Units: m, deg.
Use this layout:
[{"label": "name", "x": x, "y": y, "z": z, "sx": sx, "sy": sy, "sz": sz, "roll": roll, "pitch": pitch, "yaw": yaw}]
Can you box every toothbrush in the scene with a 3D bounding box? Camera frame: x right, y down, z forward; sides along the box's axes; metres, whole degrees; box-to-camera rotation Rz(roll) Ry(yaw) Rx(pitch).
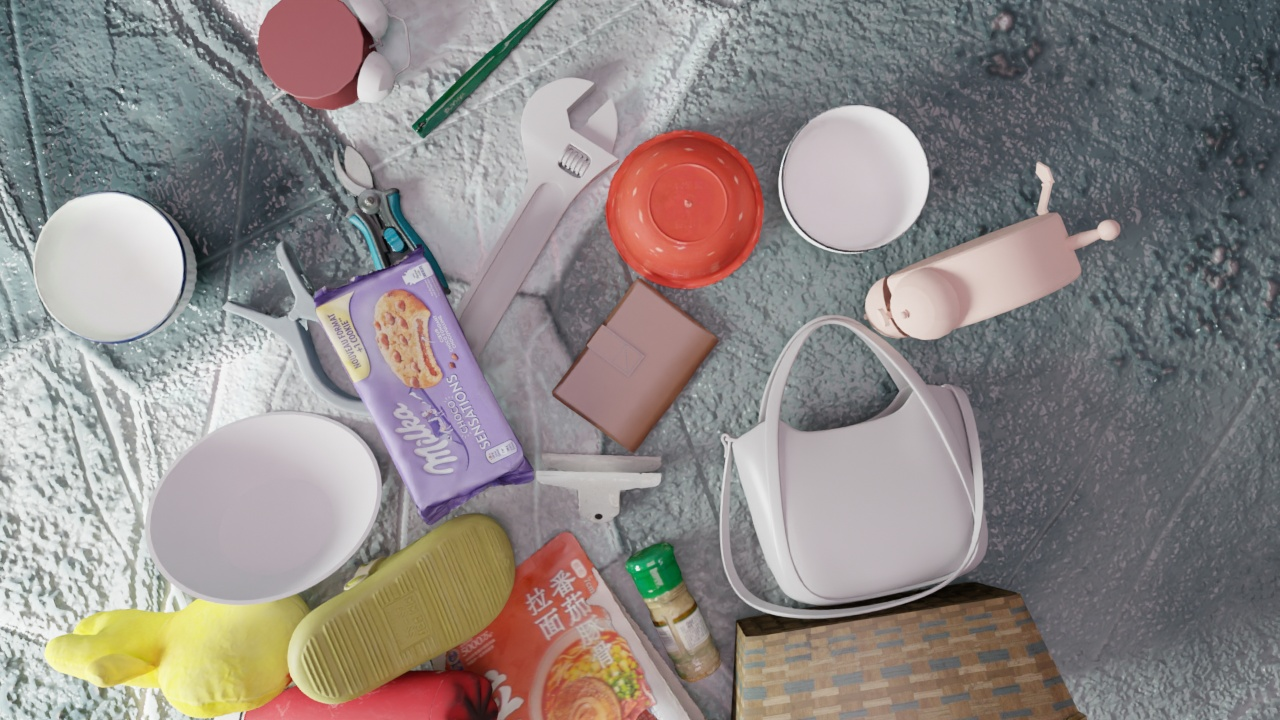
[{"label": "toothbrush", "x": -0.115, "y": -0.252, "z": 0.747, "sx": 0.190, "sy": 0.017, "sz": 0.016, "roll": -44, "pitch": 91, "yaw": 2}]

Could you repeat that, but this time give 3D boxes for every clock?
[{"label": "clock", "x": -0.246, "y": -0.247, "z": 0.734, "sx": 0.124, "sy": 0.044, "sz": 0.087, "roll": -6, "pitch": 92, "yaw": 1}, {"label": "clock", "x": 0.251, "y": -0.073, "z": 0.693, "sx": 0.160, "sy": 0.131, "sz": 0.086, "roll": -29, "pitch": 92, "yaw": 2}]

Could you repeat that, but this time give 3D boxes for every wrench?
[{"label": "wrench", "x": -0.106, "y": -0.105, "z": 0.753, "sx": 0.086, "sy": 0.018, "sz": 0.273, "roll": 32, "pitch": 93, "yaw": -1}]

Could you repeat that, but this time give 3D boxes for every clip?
[{"label": "clip", "x": -0.033, "y": 0.101, "z": 0.759, "sx": 0.102, "sy": 0.054, "sz": 0.057, "roll": 2, "pitch": 57, "yaw": 1}, {"label": "clip", "x": -0.270, "y": -0.006, "z": 0.753, "sx": 0.106, "sy": 0.028, "sz": 0.163, "roll": -43, "pitch": 91, "yaw": 1}]

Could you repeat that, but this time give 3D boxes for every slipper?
[{"label": "slipper", "x": -0.188, "y": 0.193, "z": 0.723, "sx": 0.190, "sy": 0.082, "sz": 0.091, "roll": -30, "pitch": 102, "yaw": -32}]

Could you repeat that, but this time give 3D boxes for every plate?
[{"label": "plate", "x": -0.292, "y": 0.120, "z": 0.726, "sx": 0.174, "sy": 0.036, "sz": 0.173, "roll": 2, "pitch": 49, "yaw": -3}]

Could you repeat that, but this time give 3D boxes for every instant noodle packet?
[{"label": "instant noodle packet", "x": -0.060, "y": 0.273, "z": 0.744, "sx": 0.164, "sy": 0.084, "sz": 0.221, "roll": -37, "pitch": 73, "yaw": 4}]

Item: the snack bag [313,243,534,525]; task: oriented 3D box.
[{"label": "snack bag", "x": -0.168, "y": 0.022, "z": 0.721, "sx": 0.096, "sy": 0.058, "sz": 0.205, "roll": -26, "pitch": 101, "yaw": -12}]

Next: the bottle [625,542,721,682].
[{"label": "bottle", "x": 0.029, "y": 0.206, "z": 0.752, "sx": 0.043, "sy": 0.043, "sz": 0.111, "roll": -25, "pitch": 93, "yaw": 1}]

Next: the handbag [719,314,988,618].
[{"label": "handbag", "x": 0.158, "y": 0.075, "z": 0.723, "sx": 0.216, "sy": 0.095, "sz": 0.222, "roll": -13, "pitch": 87, "yaw": -1}]

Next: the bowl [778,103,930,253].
[{"label": "bowl", "x": 0.164, "y": -0.139, "z": 0.725, "sx": 0.113, "sy": 0.063, "sz": 0.113, "roll": 0, "pitch": 92, "yaw": 1}]

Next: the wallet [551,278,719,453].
[{"label": "wallet", "x": -0.004, "y": 0.004, "z": 0.758, "sx": 0.087, "sy": 0.013, "sz": 0.121, "roll": 37, "pitch": 92, "yaw": -6}]

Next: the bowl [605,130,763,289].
[{"label": "bowl", "x": 0.036, "y": -0.123, "z": 0.736, "sx": 0.130, "sy": 0.045, "sz": 0.130, "roll": 0, "pitch": 93, "yaw": 0}]

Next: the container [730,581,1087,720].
[{"label": "container", "x": 0.192, "y": 0.283, "z": 0.700, "sx": 0.250, "sy": 0.157, "sz": 0.186, "roll": -9, "pitch": 81, "yaw": 1}]

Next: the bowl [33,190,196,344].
[{"label": "bowl", "x": -0.408, "y": -0.073, "z": 0.734, "sx": 0.118, "sy": 0.062, "sz": 0.118, "roll": 0, "pitch": 92, "yaw": 0}]

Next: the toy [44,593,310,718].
[{"label": "toy", "x": -0.340, "y": 0.218, "z": 0.708, "sx": 0.207, "sy": 0.133, "sz": 0.092, "roll": -4, "pitch": 98, "yaw": -2}]

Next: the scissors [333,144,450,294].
[{"label": "scissors", "x": -0.204, "y": -0.106, "z": 0.753, "sx": 0.150, "sy": 0.019, "sz": 0.131, "roll": 16, "pitch": 90, "yaw": 1}]

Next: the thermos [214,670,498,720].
[{"label": "thermos", "x": -0.232, "y": 0.284, "z": 0.724, "sx": 0.240, "sy": 0.073, "sz": 0.073, "roll": -7, "pitch": 92, "yaw": 19}]
